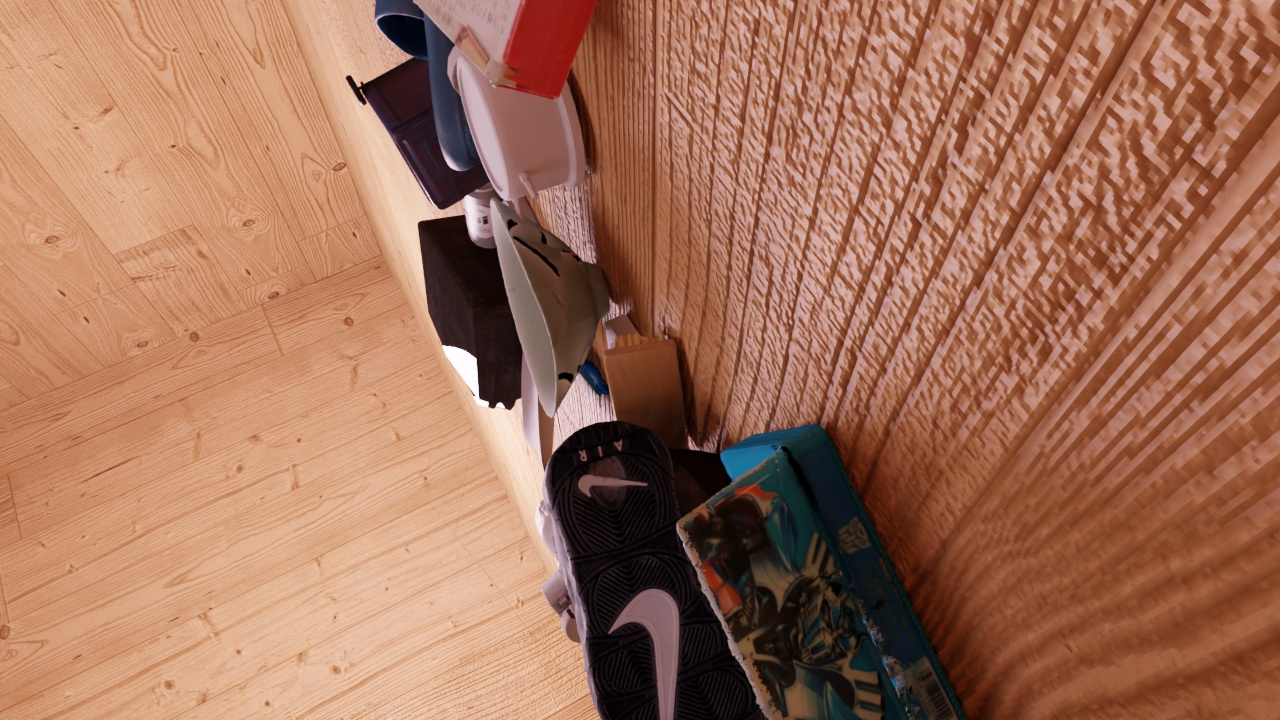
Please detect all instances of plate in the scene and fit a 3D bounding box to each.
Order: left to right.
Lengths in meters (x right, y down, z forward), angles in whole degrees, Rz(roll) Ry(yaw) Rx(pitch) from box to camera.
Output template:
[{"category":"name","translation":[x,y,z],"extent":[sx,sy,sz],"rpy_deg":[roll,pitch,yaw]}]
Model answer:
[{"category":"plate","translation":[-0.102,0.027,0.910],"extent":[0.173,0.019,0.173],"rpy_deg":[138,131,-90]}]

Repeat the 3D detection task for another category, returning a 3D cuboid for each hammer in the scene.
[{"category":"hammer","translation":[0.007,0.333,0.982],"extent":[0.316,0.036,0.126],"rpy_deg":[49,173,-24]}]

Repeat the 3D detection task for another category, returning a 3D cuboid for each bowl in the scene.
[{"category":"bowl","translation":[-0.060,-0.045,0.698],"extent":[0.174,0.067,0.174],"rpy_deg":[163,90,-77]}]

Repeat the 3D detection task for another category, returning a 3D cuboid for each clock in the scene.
[{"category":"clock","translation":[-0.085,-0.179,0.603],"extent":[0.120,0.061,0.159],"rpy_deg":[173,77,-76]}]

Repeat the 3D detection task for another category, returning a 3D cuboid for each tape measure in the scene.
[{"category":"tape measure","translation":[-0.110,-0.121,0.848],"extent":[0.062,0.020,0.060],"rpy_deg":[64,166,2]},{"category":"tape measure","translation":[-0.004,0.004,0.696],"extent":[0.064,0.016,0.065],"rpy_deg":[57,164,29]}]

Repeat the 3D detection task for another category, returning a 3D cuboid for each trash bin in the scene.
[{"category":"trash bin","translation":[-0.185,-0.215,0.817],"extent":[0.161,0.093,0.092],"rpy_deg":[51,170,48]}]

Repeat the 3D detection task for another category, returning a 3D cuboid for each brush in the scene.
[{"category":"brush","translation":[0.005,0.025,0.643],"extent":[0.117,0.049,0.039],"rpy_deg":[80,-179,-50]}]

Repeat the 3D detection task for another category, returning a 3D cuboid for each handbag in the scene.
[{"category":"handbag","translation":[-0.168,-0.034,1.032],"extent":[0.197,0.102,0.200],"rpy_deg":[52,145,42]}]

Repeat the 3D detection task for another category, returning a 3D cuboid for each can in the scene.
[{"category":"can","translation":[-0.150,-0.152,0.891],"extent":[0.044,0.044,0.107],"rpy_deg":[60,165,17]}]

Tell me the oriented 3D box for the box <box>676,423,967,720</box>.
[{"category":"box","translation":[0.111,0.152,0.441],"extent":[0.243,0.075,0.166],"rpy_deg":[64,-165,1]}]

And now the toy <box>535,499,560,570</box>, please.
[{"category":"toy","translation":[-0.026,0.208,0.952],"extent":[0.137,0.085,0.209],"rpy_deg":[34,180,-39]}]

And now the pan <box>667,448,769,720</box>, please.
[{"category":"pan","translation":[0.083,0.222,0.638],"extent":[0.249,0.043,0.356],"rpy_deg":[-164,56,-70]}]

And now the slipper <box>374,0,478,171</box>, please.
[{"category":"slipper","translation":[-0.162,-0.247,0.689],"extent":[0.104,0.059,0.213],"rpy_deg":[-102,1,-88]}]

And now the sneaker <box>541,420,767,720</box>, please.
[{"category":"sneaker","translation":[-0.003,0.171,0.624],"extent":[0.151,0.097,0.252],"rpy_deg":[130,121,-77]}]

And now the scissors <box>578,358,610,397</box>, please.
[{"category":"scissors","translation":[-0.066,-0.019,0.843],"extent":[0.134,0.016,0.073],"rpy_deg":[58,169,-12]}]

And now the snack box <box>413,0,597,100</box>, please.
[{"category":"snack box","translation":[-0.105,-0.240,0.523],"extent":[0.273,0.044,0.077],"rpy_deg":[51,124,40]}]
